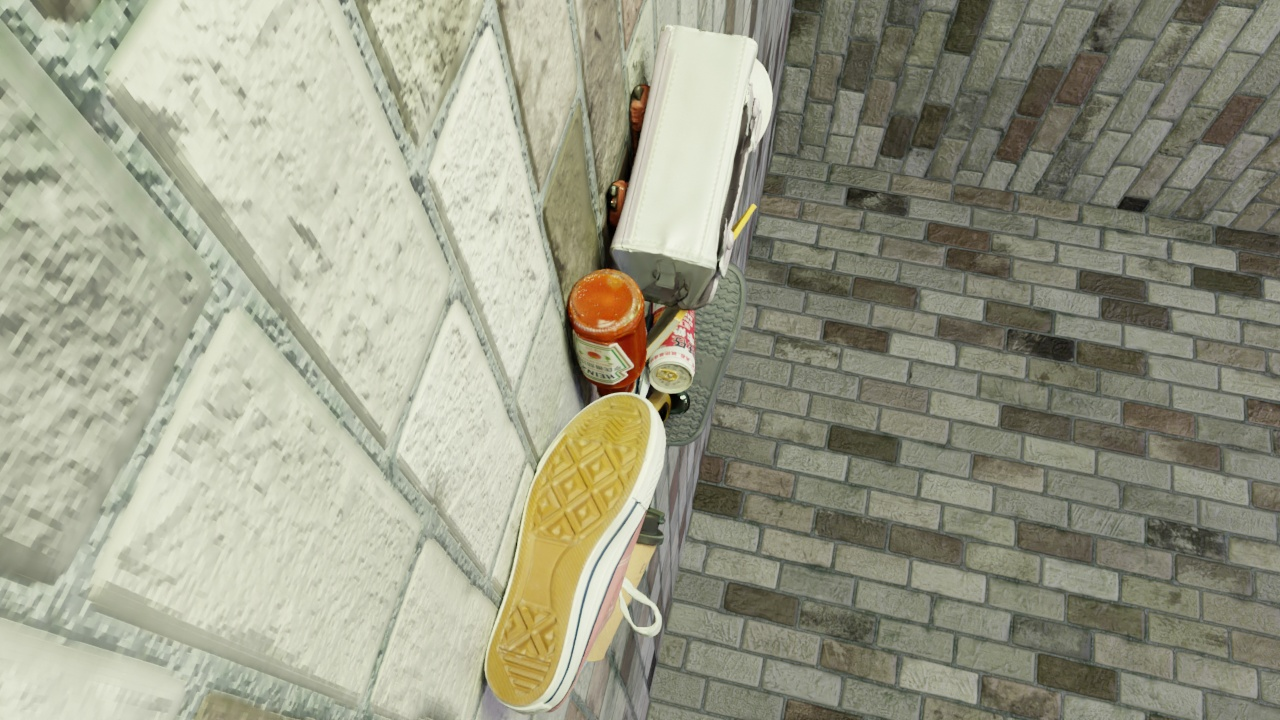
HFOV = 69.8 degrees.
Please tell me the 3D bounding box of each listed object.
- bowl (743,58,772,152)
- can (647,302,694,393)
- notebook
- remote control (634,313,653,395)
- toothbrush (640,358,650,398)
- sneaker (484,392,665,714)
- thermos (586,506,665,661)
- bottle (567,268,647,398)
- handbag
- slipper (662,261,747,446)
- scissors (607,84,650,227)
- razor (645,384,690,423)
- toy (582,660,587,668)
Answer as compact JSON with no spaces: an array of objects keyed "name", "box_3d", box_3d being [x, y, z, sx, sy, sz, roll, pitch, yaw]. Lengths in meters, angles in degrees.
[{"name":"bowl","box_3d":[0.079,-0.281,1.006,0.064,0.118,0.118,-3,108,-41]},{"name":"can","box_3d":[0.036,-0.025,1.067,0.132,0.053,0.053,-87,180,-46]},{"name":"notebook","box_3d":[0.044,-0.063,0.939,0.146,0.010,0.205,-47,-173,49]},{"name":"remote control","box_3d":[-0.006,0.006,0.997,0.053,0.024,0.136,98,3,-52]},{"name":"toothbrush","box_3d":[0.001,0.017,1.061,0.220,0.026,0.027,-69,160,-50]},{"name":"sneaker","box_3d":[-0.038,0.144,0.688,0.088,0.118,0.240,46,60,-59]},{"name":"thermos","box_3d":[-0.038,0.194,0.835,0.093,0.093,0.143,19,90,-82]},{"name":"bottle","box_3d":[-0.023,0.001,0.761,0.206,0.060,0.059,87,16,-63]},{"name":"handbag","box_3d":[0.042,-0.154,0.777,0.145,0.098,0.196,91,12,-79]},{"name":"slipper","box_3d":[0.063,-0.016,1.237,0.083,0.110,0.268,-102,-156,-68]},{"name":"scissors","box_3d":[-0.005,-0.152,0.832,0.224,0.015,0.189,-57,157,-72]},{"name":"razor","box_3d":[0.013,0.065,1.107,0.167,0.068,0.062,-45,145,-65]},{"name":"toy","box_3d":[-0.052,0.248,0.935,0.162,0.050,0.156,100,7,-59]}]
